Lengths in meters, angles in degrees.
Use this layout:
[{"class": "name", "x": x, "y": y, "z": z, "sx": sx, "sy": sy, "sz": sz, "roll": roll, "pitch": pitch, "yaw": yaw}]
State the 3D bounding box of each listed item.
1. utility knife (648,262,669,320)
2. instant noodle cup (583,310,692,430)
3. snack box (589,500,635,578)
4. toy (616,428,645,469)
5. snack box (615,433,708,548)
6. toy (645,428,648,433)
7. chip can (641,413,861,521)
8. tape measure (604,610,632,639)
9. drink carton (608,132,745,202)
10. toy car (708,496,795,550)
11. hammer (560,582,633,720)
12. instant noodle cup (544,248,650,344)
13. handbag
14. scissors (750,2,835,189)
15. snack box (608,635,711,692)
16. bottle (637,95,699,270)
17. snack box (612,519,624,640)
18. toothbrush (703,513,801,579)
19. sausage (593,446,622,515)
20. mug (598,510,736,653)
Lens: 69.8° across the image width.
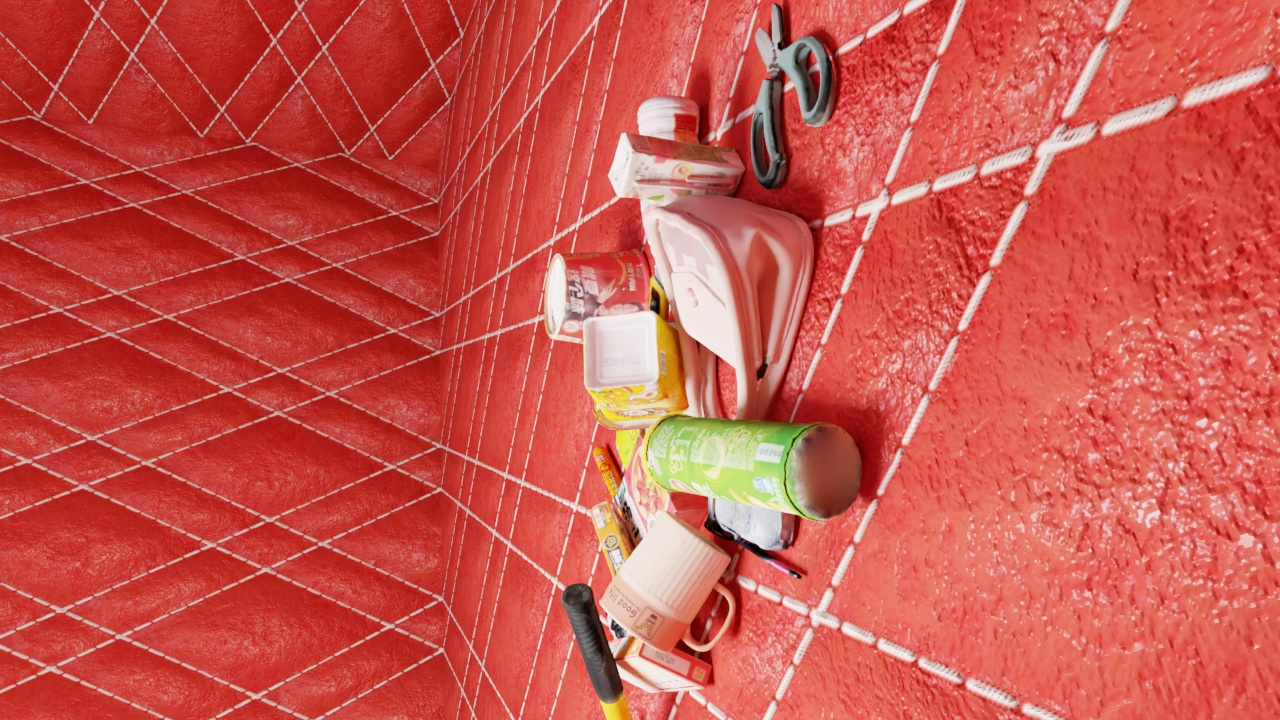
[{"class": "utility knife", "x": 0.017, "y": -0.059, "z": 0.993, "sx": 0.033, "sy": 0.015, "sz": 0.217, "roll": 44, "pitch": 156, "yaw": 24}, {"class": "instant noodle cup", "x": -0.006, "y": 0.005, "z": 0.941, "sx": 0.123, "sy": 0.116, "sz": 0.116, "roll": 46, "pitch": -140, "yaw": -70}, {"class": "snack box", "x": -0.010, "y": 0.229, "z": 0.983, "sx": 0.075, "sy": 0.026, "sz": 0.153, "roll": 58, "pitch": -176, "yaw": -48}, {"class": "toy", "x": -0.010, "y": 0.081, "z": 1.113, "sx": 0.100, "sy": 0.031, "sz": 0.096, "roll": 118, "pitch": 154, "yaw": -66}, {"class": "snack box", "x": 0.016, "y": 0.143, "z": 0.991, "sx": 0.113, "sy": 0.044, "sz": 0.127, "roll": 110, "pitch": 146, "yaw": -41}, {"class": "toy", "x": 0.021, "y": 0.042, "z": 1.042, "sx": 0.097, "sy": 0.030, "sz": 0.091, "roll": 137, "pitch": 130, "yaw": -60}, {"class": "chip can", "x": 0.083, "y": 0.081, "z": 0.741, "sx": 0.222, "sy": 0.072, "sz": 0.072, "roll": -2, "pitch": 85, "yaw": 62}, {"class": "tape measure", "x": -0.003, "y": 0.285, "z": 1.014, "sx": 0.066, "sy": 0.065, "sz": 0.034, "roll": -110, "pitch": 30, "yaw": -53}, {"class": "drink carton", "x": 0.037, "y": -0.182, "z": 0.890, "sx": 0.045, "sy": 0.122, "sz": 0.054, "roll": -108, "pitch": 30, "yaw": -43}, {"class": "toy car", "x": 0.096, "y": 0.130, "z": 0.804, "sx": 0.121, "sy": 0.036, "sz": 0.054, "roll": -172, "pitch": 87, "yaw": -67}, {"class": "hammer", "x": -0.030, "y": 0.341, "z": 0.945, "sx": 0.129, "sy": 0.032, "sz": 0.301, "roll": 26, "pitch": 141, "yaw": 44}, {"class": "instant noodle cup", "x": -0.059, "y": -0.078, "z": 1.169, "sx": 0.138, "sy": 0.108, "sz": 0.138, "roll": -177, "pitch": 91, "yaw": -71}, {"class": "handbag", "x": 0.075, "y": -0.029, "z": 0.843, "sx": 0.193, "sy": 0.093, "sz": 0.234, "roll": -133, "pitch": 38, "yaw": -64}, {"class": "scissors", "x": 0.120, "y": -0.231, "z": 0.816, "sx": 0.176, "sy": 0.019, "sz": 0.171, "roll": -108, "pitch": 28, "yaw": -44}, {"class": "snack box", "x": 0.008, "y": 0.318, "z": 0.958, "sx": 0.027, "sy": 0.077, "sz": 0.156, "roll": -65, "pitch": 9, "yaw": -27}, {"class": "bottle", "x": 0.033, "y": -0.181, "z": 0.991, "sx": 0.068, "sy": 0.068, "sz": 0.197, "roll": 171, "pitch": 98, "yaw": -71}, {"class": "snack box", "x": -0.020, "y": 0.270, "z": 1.093, "sx": 0.084, "sy": 0.026, "sz": 0.157, "roll": 98, "pitch": 171, "yaw": -78}, {"class": "toothbrush", "x": 0.098, "y": 0.164, "z": 0.825, "sx": 0.189, "sy": 0.014, "sz": 0.018, "roll": -169, "pitch": 92, "yaw": -70}, {"class": "sausage", "x": -0.036, "y": 0.156, "z": 1.198, "sx": 0.165, "sy": 0.021, "sz": 0.021, "roll": -123, "pitch": 41, "yaw": -59}, {"class": "mug", "x": 0.036, "y": 0.215, "z": 0.862, "sx": 0.106, "sy": 0.114, "sz": 0.081, "roll": -55, "pitch": -16, "yaw": -2}]
